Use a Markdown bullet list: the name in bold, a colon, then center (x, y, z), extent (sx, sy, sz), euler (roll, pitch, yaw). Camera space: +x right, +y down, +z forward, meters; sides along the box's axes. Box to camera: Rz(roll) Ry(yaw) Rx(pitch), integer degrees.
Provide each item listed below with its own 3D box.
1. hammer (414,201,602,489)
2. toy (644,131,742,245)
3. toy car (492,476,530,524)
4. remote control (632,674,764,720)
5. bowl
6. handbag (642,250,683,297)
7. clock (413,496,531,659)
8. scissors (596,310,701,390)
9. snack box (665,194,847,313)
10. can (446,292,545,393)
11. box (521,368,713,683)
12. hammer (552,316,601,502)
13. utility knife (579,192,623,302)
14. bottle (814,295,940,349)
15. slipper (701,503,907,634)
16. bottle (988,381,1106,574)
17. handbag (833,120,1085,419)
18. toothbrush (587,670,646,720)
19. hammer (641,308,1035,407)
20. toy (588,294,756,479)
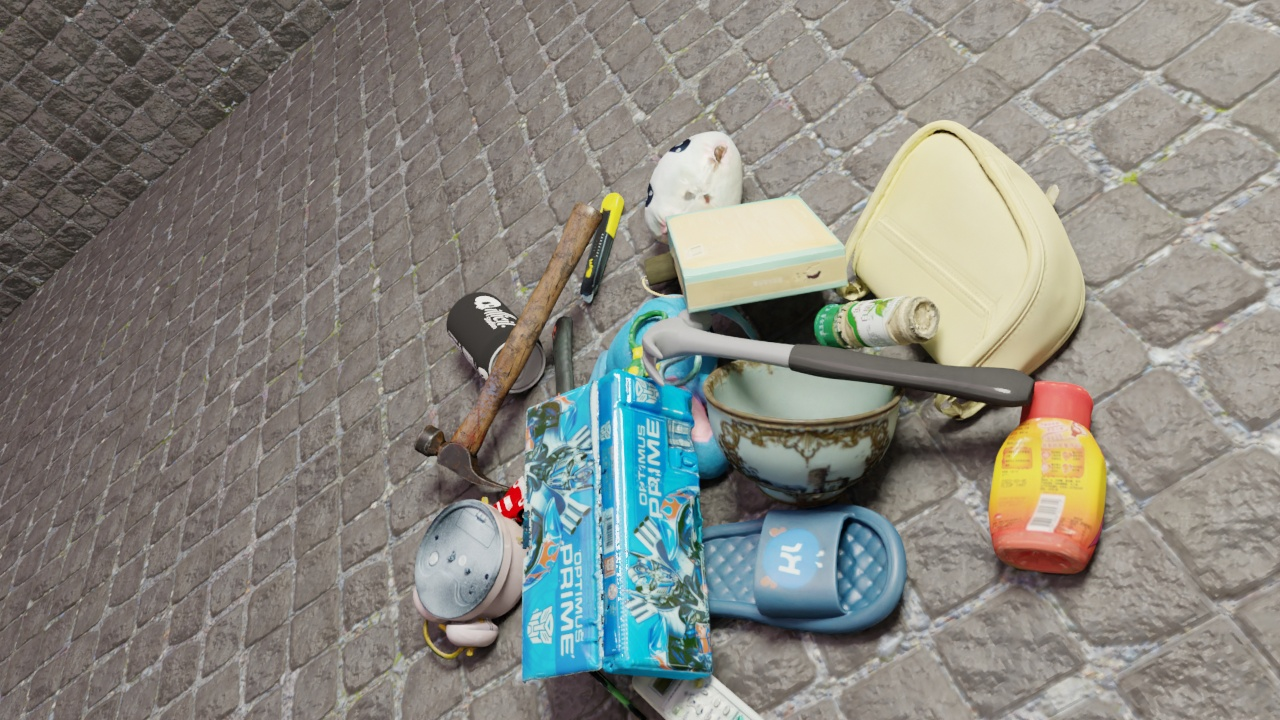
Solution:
- **hammer**: center (-0.123, -0.019, 1.011), extent (0.120, 0.033, 0.330), euler (28, 90, 12)
- **toy**: center (0.055, -0.198, 1.051), extent (0.139, 0.101, 0.179), euler (-57, 20, 7)
- **toy car**: center (-0.148, 0.165, 0.976), extent (0.089, 0.025, 0.038), euler (-39, 40, 10)
- **remote control**: center (0.047, 0.271, 0.719), extent (0.050, 0.022, 0.133), euler (-54, 40, -8)
- **bowl**: center (0.131, 0.061, 0.744), extent (0.160, 0.094, 0.159), euler (-3, 18, 1)
- **handbag**: center (0.042, -0.090, 0.942), extent (0.084, 0.027, 0.178), euler (-16, 16, 3)
- **clock**: center (-0.171, 0.218, 0.911), extent (0.117, 0.058, 0.158), euler (21, 83, 42)
- **scissors**: center (0.002, 0.016, 0.846), extent (0.112, 0.012, 0.131), euler (26, 83, 31)
- **snack box**: center (0.103, -0.108, 0.875), extent (0.141, 0.044, 0.193), euler (-9, 24, 1)
- **can**: center (-0.176, -0.023, 1.112), extent (0.080, 0.080, 0.146), euler (-48, 40, -1)
- **box**: center (-0.024, 0.140, 0.764), extent (0.114, 0.114, 0.243), euler (-33, 50, 44)
- **hammer**: center (-0.076, 0.060, 0.962), extent (0.332, 0.033, 0.133), euler (-99, 26, -51)
- **utility knife**: center (-0.050, -0.140, 1.147), extent (0.029, 0.020, 0.173), euler (-13, 51, 36)
- **bottle**: center (0.193, -0.029, 0.752), extent (0.110, 0.042, 0.042), euler (-4, 54, 60)
- **slipper**: center (0.109, 0.159, 0.730), extent (0.214, 0.059, 0.103), euler (-10, 50, 38)
- **bottle**: center (0.287, 0.079, 0.645), extent (0.072, 0.048, 0.134), euler (-4, 56, 39)
- **handbag**: center (0.272, -0.080, 0.773), extent (0.191, 0.088, 0.232), euler (-50, 37, 21)
- **toothbrush**: center (-0.054, 0.268, 0.818), extent (0.188, 0.014, 0.017), euler (26, 90, 49)
- **hammer**: center (0.140, 0.002, 0.719), extent (0.311, 0.029, 0.124), euler (9, 25, 30)
- **toy**: center (0.014, 0.032, 0.900), extent (0.225, 0.099, 0.191), euler (-21, 57, 38)
